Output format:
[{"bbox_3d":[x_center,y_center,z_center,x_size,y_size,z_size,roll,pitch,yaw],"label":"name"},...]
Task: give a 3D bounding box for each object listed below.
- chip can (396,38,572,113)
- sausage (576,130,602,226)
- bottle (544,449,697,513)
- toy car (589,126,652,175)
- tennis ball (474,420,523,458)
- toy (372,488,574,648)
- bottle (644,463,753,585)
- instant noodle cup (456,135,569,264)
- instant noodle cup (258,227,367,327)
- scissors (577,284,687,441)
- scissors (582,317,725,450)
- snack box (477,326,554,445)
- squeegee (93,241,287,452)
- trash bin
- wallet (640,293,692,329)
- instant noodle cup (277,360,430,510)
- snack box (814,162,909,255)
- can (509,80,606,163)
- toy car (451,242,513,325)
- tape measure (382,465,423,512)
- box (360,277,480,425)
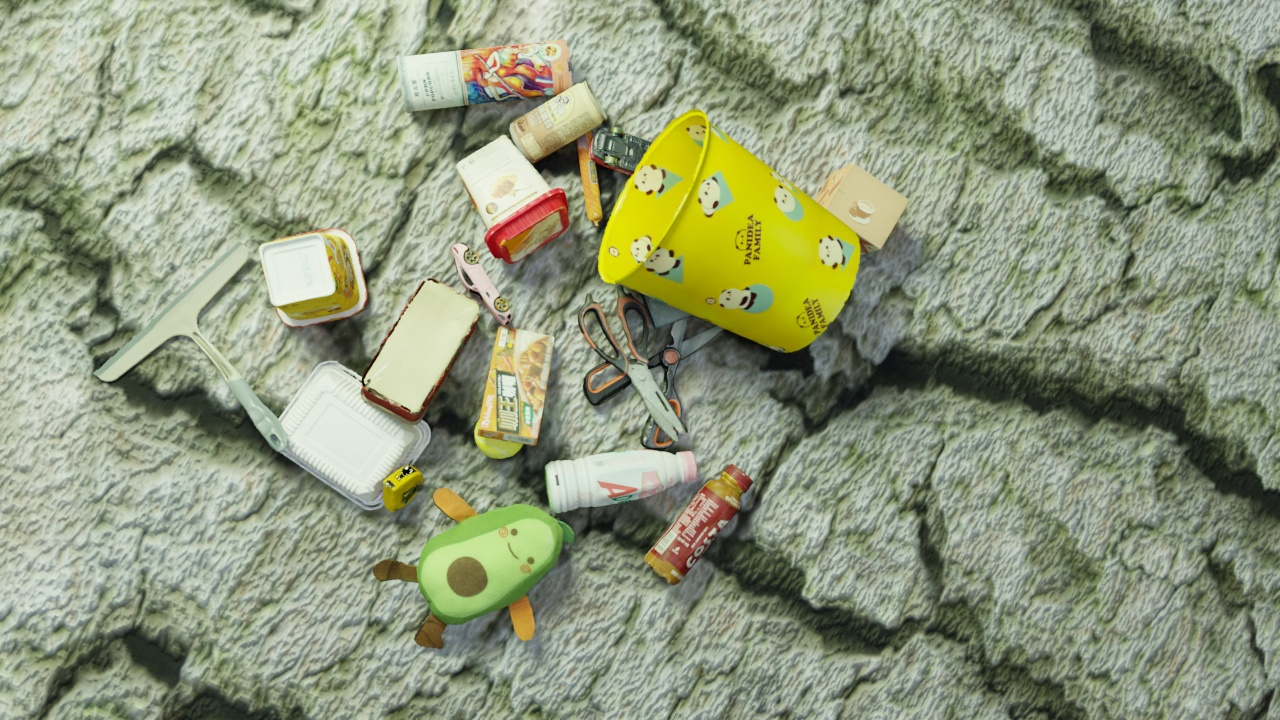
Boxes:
[{"bbox_3d":[-0.197,-0.366,1.177,0.214,0.071,0.071,-9,91,-8],"label":"chip can"},{"bbox_3d":[-0.070,-0.260,1.218,0.021,0.021,0.165,-8,92,-7],"label":"sausage"},{"bbox_3d":[-0.025,0.152,1.205,0.197,0.068,0.068,-8,91,-10],"label":"bottle"},{"bbox_3d":[-0.012,-0.270,1.212,0.120,0.045,0.053,15,82,-23],"label":"toy car"},{"bbox_3d":[-0.181,0.094,1.184,0.065,0.065,0.065,0,90,-7],"label":"tennis ball"},{"bbox_3d":[-0.205,0.264,1.171,0.246,0.090,0.227,-30,100,-3],"label":"toy"},{"bbox_3d":[0.080,0.216,1.222,0.057,0.057,0.175,41,86,-6],"label":"bottle"},{"bbox_3d":[-0.166,-0.206,1.167,0.116,0.116,0.124,-34,82,-6],"label":"instant noodle cup"},{"bbox_3d":[-0.406,-0.105,1.124,0.116,0.124,0.116,-13,92,-8],"label":"instant noodle cup"},{"bbox_3d":[0.005,0.002,1.210,0.206,0.015,0.194,21,80,-7],"label":"scissors"},{"bbox_3d":[0.029,0.017,1.235,0.220,0.022,0.224,-12,90,-12],"label":"scissors"},{"bbox_3d":[-0.158,0.031,1.171,0.075,0.026,0.153,11,58,-7],"label":"snack box"},{"bbox_3d":[-0.509,0.022,1.142,0.246,0.039,0.246,-43,78,-1],"label":"squeegee"},{"bbox_3d":[0.114,-0.143,1.133,0.255,0.230,0.229,27,87,-21],"label":"trash bin"},{"bbox_3d":[0.042,-0.112,1.229,0.097,0.019,0.121,-20,87,-13],"label":"wallet"},{"bbox_3d":[-0.370,0.096,1.164,0.173,0.060,0.138,36,86,-7],"label":"instant noodle cup"},{"bbox_3d":[0.286,-0.199,1.227,0.093,0.094,0.077,32,87,-7],"label":"snack box"},{"bbox_3d":[-0.106,-0.306,1.180,0.116,0.058,0.058,-27,94,10],"label":"can"},{"bbox_3d":[-0.207,-0.097,1.185,0.037,0.056,0.122,-33,94,-10],"label":"toy car"},{"bbox_3d":[-0.301,0.163,1.171,0.029,0.060,0.057,34,47,16],"label":"tape measure"},{"bbox_3d":[-0.270,-0.013,1.141,0.091,0.079,0.168,29,68,-6],"label":"box"}]
